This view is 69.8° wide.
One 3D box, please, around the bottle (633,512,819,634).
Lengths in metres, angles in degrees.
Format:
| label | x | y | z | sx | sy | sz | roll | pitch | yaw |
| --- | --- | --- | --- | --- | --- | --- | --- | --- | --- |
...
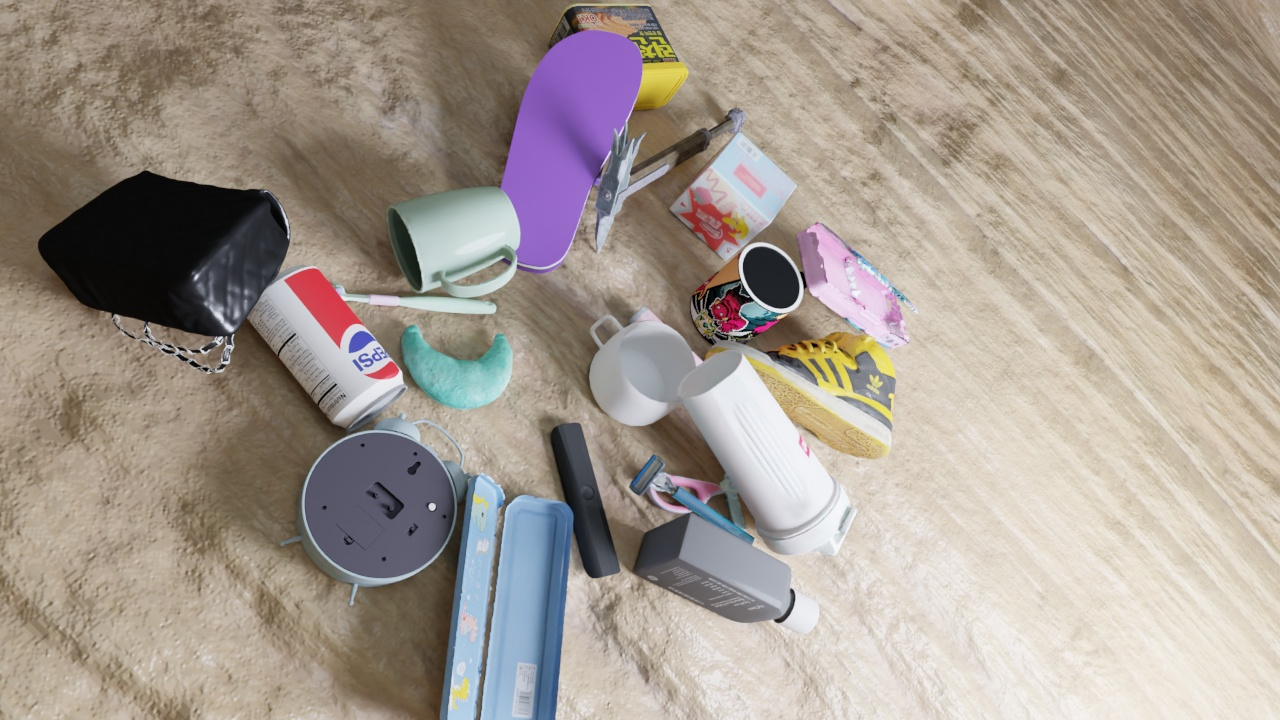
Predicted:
| label | x | y | z | sx | sy | sz | roll | pitch | yaw |
| --- | --- | --- | --- | --- | --- | --- | --- | --- | --- |
| bottle | 0.090 | 0.207 | 0.859 | 0.174 | 0.084 | 0.046 | 30 | 56 | -16 |

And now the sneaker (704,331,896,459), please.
| label | x | y | z | sx | sy | sz | roll | pitch | yaw |
| --- | --- | --- | --- | --- | --- | --- | --- | --- | --- |
| sneaker | 0.186 | 0.007 | 1.004 | 0.238 | 0.086 | 0.121 | 30 | 62 | -20 |

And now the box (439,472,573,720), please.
| label | x | y | z | sx | sy | sz | roll | pitch | yaw |
| --- | --- | --- | --- | --- | --- | --- | --- | --- | --- |
| box | -0.116 | 0.207 | 0.767 | 0.124 | 0.043 | 0.209 | 27 | 54 | -40 |

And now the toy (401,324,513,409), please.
| label | x | y | z | sx | sy | sz | roll | pitch | yaw |
| --- | --- | --- | --- | --- | --- | --- | --- | --- | --- |
| toy | -0.164 | 0.007 | 0.838 | 0.105 | 0.033 | 0.085 | 5 | 54 | -27 |

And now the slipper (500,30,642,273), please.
| label | x | y | z | sx | sy | sz | roll | pitch | yaw |
| --- | --- | --- | --- | --- | --- | --- | --- | --- | --- |
| slipper | -0.083 | -0.212 | 0.963 | 0.107 | 0.084 | 0.266 | 19 | 78 | -5 |

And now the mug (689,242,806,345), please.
| label | x | y | z | sx | sy | sz | roll | pitch | yaw |
| --- | --- | --- | --- | --- | --- | --- | --- | --- | --- |
| mug | 0.128 | -0.071 | 1.000 | 0.117 | 0.098 | 0.081 | -11 | 74 | -34 |

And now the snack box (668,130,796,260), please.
| label | x | y | z | sx | sy | sz | roll | pitch | yaw |
| --- | --- | --- | --- | --- | --- | --- | --- | --- | --- |
| snack box | 0.104 | -0.185 | 1.043 | 0.093 | 0.095 | 0.079 | 42 | 54 | -8 |

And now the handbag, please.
| label | x | y | z | sx | sy | sz | roll | pitch | yaw |
| --- | --- | --- | --- | --- | --- | --- | --- | --- | --- |
| handbag | -0.352 | -0.076 | 0.717 | 0.154 | 0.115 | 0.124 | 10 | 52 | 21 |

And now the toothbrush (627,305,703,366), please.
| label | x | y | z | sx | sy | sz | roll | pitch | yaw |
| --- | --- | --- | --- | --- | --- | --- | --- | --- | --- |
| toothbrush | 0.074 | 0.028 | 0.952 | 0.222 | 0.027 | 0.026 | 44 | 60 | 4 |

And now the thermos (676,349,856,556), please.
| label | x | y | z | sx | sy | sz | roll | pitch | yaw |
| --- | --- | --- | --- | --- | --- | --- | --- | --- | --- |
| thermos | 0.123 | 0.097 | 0.881 | 0.220 | 0.100 | 0.099 | 55 | 51 | -20 |

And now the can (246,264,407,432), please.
| label | x | y | z | sx | sy | sz | roll | pitch | yaw |
| --- | --- | --- | --- | --- | --- | --- | --- | --- | --- |
| can | -0.261 | -0.010 | 0.764 | 0.132 | 0.070 | 0.070 | 51 | 53 | 0 |

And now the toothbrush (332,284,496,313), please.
| label | x | y | z | sx | sy | sz | roll | pitch | yaw |
| --- | --- | --- | --- | --- | --- | --- | --- | --- | --- |
| toothbrush | -0.208 | -0.055 | 0.850 | 0.154 | 0.015 | 0.022 | 4 | 36 | -28 |

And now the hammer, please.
| label | x | y | z | sx | sy | sz | roll | pitch | yaw |
| --- | --- | --- | --- | --- | --- | --- | --- | --- | --- |
| hammer | 0.043 | -0.231 | 1.037 | 0.028 | 0.147 | 0.315 | 32 | 40 | 15 |

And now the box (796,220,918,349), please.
| label | x | y | z | sx | sy | sz | roll | pitch | yaw |
| --- | --- | --- | --- | --- | --- | --- | --- | --- | --- |
| box | 0.263 | -0.088 | 1.050 | 0.230 | 0.071 | 0.084 | 24 | 52 | -50 |

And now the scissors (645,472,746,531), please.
| label | x | y | z | sx | sy | sz | roll | pitch | yaw |
| --- | --- | --- | --- | --- | --- | --- | --- | --- | --- |
| scissors | 0.080 | 0.112 | 0.941 | 0.170 | 0.013 | 0.176 | 11 | 63 | -25 |

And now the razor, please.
| label | x | y | z | sx | sy | sz | roll | pitch | yaw |
| --- | --- | --- | --- | --- | --- | --- | --- | --- | --- |
| razor | 0.055 | 0.142 | 0.894 | 0.144 | 0.022 | 0.042 | 36 | 97 | -19 |

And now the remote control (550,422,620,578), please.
| label | x | y | z | sx | sy | sz | roll | pitch | yaw |
| --- | --- | --- | --- | --- | --- | --- | --- | --- | --- |
| remote control | -0.051 | 0.129 | 0.854 | 0.033 | 0.015 | 0.146 | -6 | 71 | -32 |

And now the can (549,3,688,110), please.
| label | x | y | z | sx | sy | sz | roll | pitch | yaw |
| --- | --- | --- | --- | --- | --- | --- | --- | --- | --- |
| can | -0.027 | -0.351 | 1.060 | 0.130 | 0.073 | 0.101 | -16 | 74 | -34 |

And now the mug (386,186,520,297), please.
| label | x | y | z | sx | sy | sz | roll | pitch | yaw |
| --- | --- | --- | --- | --- | --- | --- | --- | --- | --- |
| mug | -0.162 | -0.105 | 0.840 | 0.103 | 0.084 | 0.111 | -21 | 61 | -24 |

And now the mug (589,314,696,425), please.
| label | x | y | z | sx | sy | sz | roll | pitch | yaw |
| --- | --- | --- | --- | --- | --- | --- | --- | --- | --- |
| mug | -0.005 | 0.005 | 0.906 | 0.115 | 0.068 | 0.094 | 50 | 53 | -1 |

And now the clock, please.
| label | x | y | z | sx | sy | sz | roll | pitch | yaw |
| --- | --- | --- | --- | --- | --- | --- | --- | --- | --- |
| clock | -0.208 | 0.113 | 0.753 | 0.122 | 0.045 | 0.158 | 43 | 53 | -6 |
